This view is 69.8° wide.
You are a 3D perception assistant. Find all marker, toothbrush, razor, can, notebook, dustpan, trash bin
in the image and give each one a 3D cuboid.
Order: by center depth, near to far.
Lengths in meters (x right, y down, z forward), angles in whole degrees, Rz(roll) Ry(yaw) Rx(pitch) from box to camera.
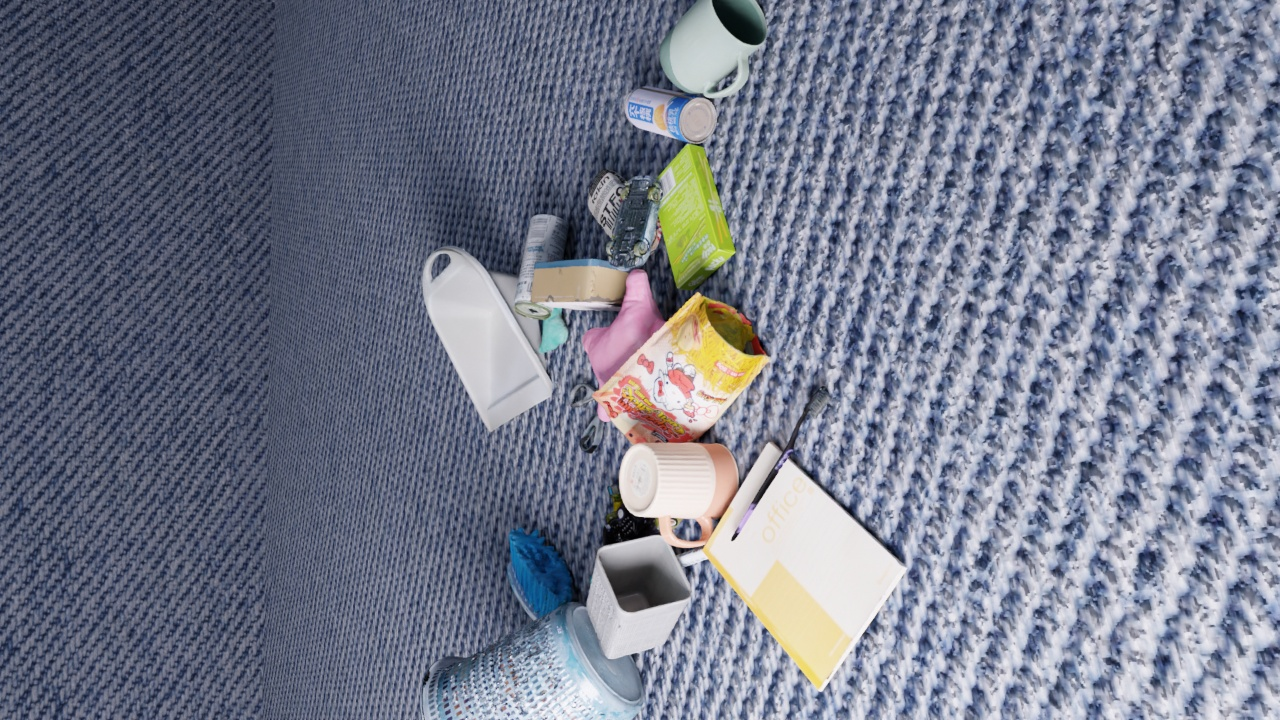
[{"bbox_3d":[0.150,0.193,0.894,0.146,0.010,0.206,-61,40,14],"label":"notebook"},{"bbox_3d":[0.139,0.108,0.920,0.017,0.014,0.189,39,108,34],"label":"toothbrush"},{"bbox_3d":[0.078,0.210,1.014,0.146,0.016,0.017,-34,58,49],"label":"marker"},{"bbox_3d":[-0.112,0.402,1.088,0.195,0.226,0.226,-38,48,9],"label":"trash bin"},{"bbox_3d":[0.034,-0.302,1.120,0.134,0.053,0.053,34,113,52],"label":"can"},{"bbox_3d":[-0.042,0.227,1.179,0.043,0.028,0.132,-139,62,-77],"label":"razor"},{"bbox_3d":[-0.144,-0.136,1.329,0.058,0.058,0.146,-18,58,54],"label":"can"},{"bbox_3d":[-0.260,-0.043,1.442,0.223,0.142,0.257,-30,60,51],"label":"dustpan"}]

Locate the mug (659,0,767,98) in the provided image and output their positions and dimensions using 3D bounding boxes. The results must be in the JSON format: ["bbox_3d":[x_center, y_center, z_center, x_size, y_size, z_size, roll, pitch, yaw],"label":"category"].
[{"bbox_3d":[0.083,-0.347,1.035,0.107,0.082,0.111,-32,72,48],"label":"mug"}]

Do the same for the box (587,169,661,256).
[{"bbox_3d":[-0.026,-0.192,1.194,0.070,0.055,0.164,-51,46,13],"label":"box"}]

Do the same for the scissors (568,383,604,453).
[{"bbox_3d":[-0.048,0.050,1.230,0.159,0.014,0.178,28,106,51],"label":"scissors"}]

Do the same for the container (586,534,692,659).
[{"bbox_3d":[-0.008,0.275,1.053,0.115,0.090,0.090,106,147,-41],"label":"container"}]

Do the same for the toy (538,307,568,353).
[{"bbox_3d":[-0.124,-0.064,1.342,0.097,0.030,0.091,-25,67,44],"label":"toy"}]

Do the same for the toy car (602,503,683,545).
[{"bbox_3d":[0.003,0.193,1.104,0.159,0.042,0.070,-48,48,37],"label":"toy car"}]

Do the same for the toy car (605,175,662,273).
[{"bbox_3d":[-0.005,-0.166,1.123,0.054,0.036,0.120,8,84,40],"label":"toy car"}]

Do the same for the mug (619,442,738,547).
[{"bbox_3d":[0.042,0.145,0.996,0.082,0.105,0.114,-26,63,52],"label":"mug"}]

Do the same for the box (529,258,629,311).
[{"bbox_3d":[-0.071,-0.099,1.218,0.185,0.089,0.060,2,86,54],"label":"box"}]

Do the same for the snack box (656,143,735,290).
[{"bbox_3d":[0.059,-0.170,1.088,0.086,0.026,0.156,-43,52,45],"label":"snack box"}]

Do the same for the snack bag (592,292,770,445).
[{"bbox_3d":[0.043,0.026,1.030,0.128,0.073,0.208,43,124,0],"label":"snack bag"}]

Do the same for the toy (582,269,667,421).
[{"bbox_3d":[-0.007,0.007,1.121,0.195,0.074,0.178,-51,59,40],"label":"toy"}]

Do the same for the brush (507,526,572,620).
[{"bbox_3d":[-0.110,0.362,1.244,0.314,0.060,0.110,45,127,46],"label":"brush"}]
